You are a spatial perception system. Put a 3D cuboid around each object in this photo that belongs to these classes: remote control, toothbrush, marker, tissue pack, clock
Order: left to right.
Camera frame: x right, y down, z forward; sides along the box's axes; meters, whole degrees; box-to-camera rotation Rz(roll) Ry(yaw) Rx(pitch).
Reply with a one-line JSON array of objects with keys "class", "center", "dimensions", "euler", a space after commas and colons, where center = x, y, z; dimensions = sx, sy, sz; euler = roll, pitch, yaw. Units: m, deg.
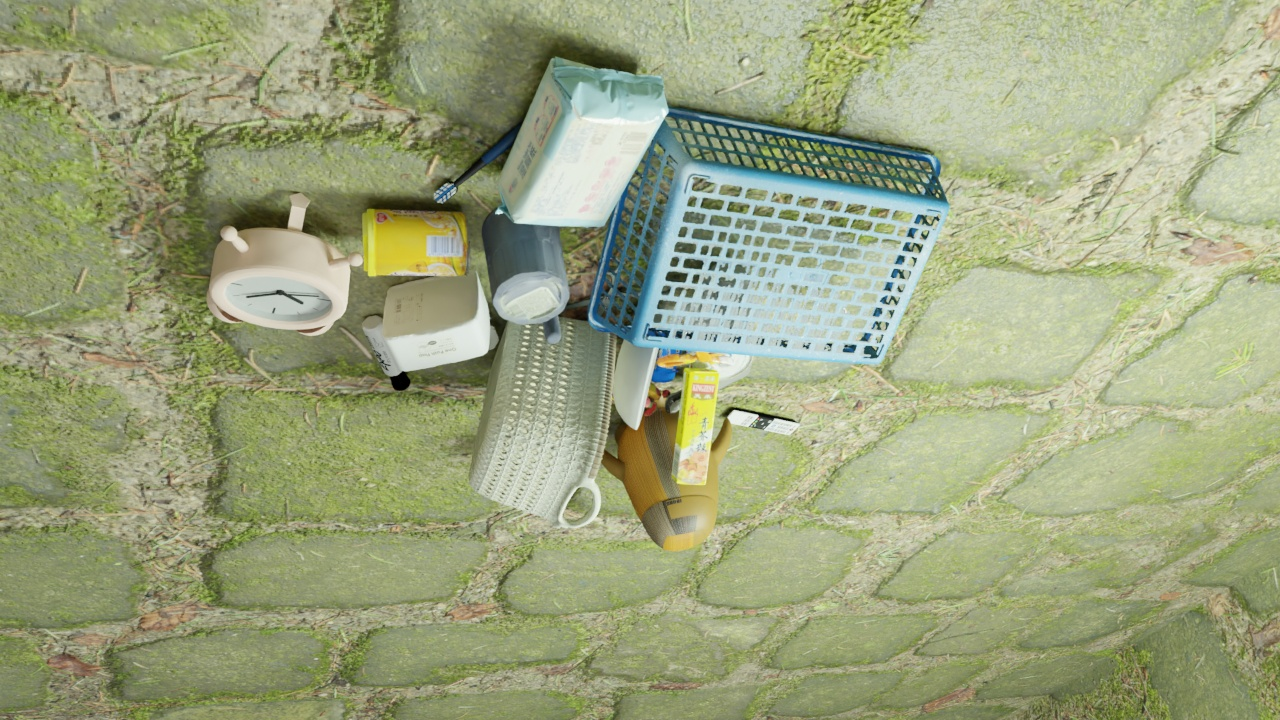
[{"class": "clock", "center": [-0.368, -0.090, 0.943], "dimensions": [0.131, 0.086, 0.161], "euler": [10, 146, -26]}, {"class": "marker", "center": [-0.302, -0.005, 1.097], "dimensions": [0.025, 0.025, 0.126], "euler": [-11, 142, -2]}, {"class": "toothbrush", "center": [-0.141, -0.206, 0.898], "dimensions": [0.168, 0.014, 0.014], "euler": [-32, 104, 23]}, {"class": "tissue pack", "center": [-0.061, -0.199, 0.876], "dimensions": [0.111, 0.070, 0.182], "euler": [-5, 147, -36]}, {"class": "remote control", "center": [0.091, 0.034, 1.227], "dimensions": [0.136, 0.013, 0.033], "euler": [-26, 147, -22]}, {"class": "remote control", "center": [0.179, 0.090, 1.360], "dimensions": [0.124, 0.011, 0.028], "euler": [13, 135, -29]}]

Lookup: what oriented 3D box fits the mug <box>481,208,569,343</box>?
[{"class": "mug", "center": [-0.116, -0.090, 0.978], "dimensions": [0.084, 0.103, 0.124], "euler": [-17, 142, 3]}]

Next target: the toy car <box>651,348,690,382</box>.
[{"class": "toy car", "center": [0.042, 0.006, 1.173], "dimensions": [0.033, 0.061, 0.092], "euler": [2, 126, -18]}]

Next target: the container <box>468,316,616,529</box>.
[{"class": "container", "center": [-0.108, 0.061, 1.067], "dimensions": [0.143, 0.245, 0.185], "euler": [16, 135, -12]}]

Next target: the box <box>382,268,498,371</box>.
[{"class": "box", "center": [-0.219, -0.025, 1.046], "dimensions": [0.108, 0.125, 0.137], "euler": [-10, 133, -1]}]

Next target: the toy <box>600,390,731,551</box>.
[{"class": "toy", "center": [0.044, 0.168, 1.265], "dimensions": [0.198, 0.203, 0.163], "euler": [-11, 142, -2]}]

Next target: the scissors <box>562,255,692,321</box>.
[{"class": "scissors", "center": [-0.022, -0.078, 1.090], "dimensions": [0.173, 0.014, 0.142], "euler": [-5, 146, -8]}]

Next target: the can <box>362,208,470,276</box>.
[{"class": "can", "center": [-0.229, -0.120, 0.938], "dimensions": [0.105, 0.067, 0.068], "euler": [-1, 141, -15]}]

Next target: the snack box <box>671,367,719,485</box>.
[{"class": "snack box", "center": [0.070, 0.084, 1.168], "dimensions": [0.040, 0.029, 0.148], "euler": [4, 98, -14]}]

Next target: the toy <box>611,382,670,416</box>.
[{"class": "toy", "center": [-0.014, 0.043, 1.208], "dimensions": [0.103, 0.084, 0.046], "euler": [15, 101, -28]}]

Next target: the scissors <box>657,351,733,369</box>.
[{"class": "scissors", "center": [0.081, -0.003, 1.107], "dimensions": [0.126, 0.011, 0.127], "euler": [-11, 166, 41]}]

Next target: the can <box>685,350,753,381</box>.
[{"class": "can", "center": [0.101, -0.015, 1.182], "dimensions": [0.086, 0.043, 0.086], "euler": [-6, 142, -5]}]

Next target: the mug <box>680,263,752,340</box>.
[{"class": "mug", "center": [0.084, -0.064, 1.083], "dimensions": [0.107, 0.071, 0.090], "euler": [-20, 139, -29]}]

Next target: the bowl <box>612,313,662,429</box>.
[{"class": "bowl", "center": [-0.007, 0.007, 1.110], "dimensions": [0.043, 0.149, 0.150], "euler": [13, 140, 2]}]

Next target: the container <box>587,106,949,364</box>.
[{"class": "container", "center": [0.147, -0.110, 0.980], "dimensions": [0.361, 0.089, 0.258], "euler": [4, 121, -20]}]
